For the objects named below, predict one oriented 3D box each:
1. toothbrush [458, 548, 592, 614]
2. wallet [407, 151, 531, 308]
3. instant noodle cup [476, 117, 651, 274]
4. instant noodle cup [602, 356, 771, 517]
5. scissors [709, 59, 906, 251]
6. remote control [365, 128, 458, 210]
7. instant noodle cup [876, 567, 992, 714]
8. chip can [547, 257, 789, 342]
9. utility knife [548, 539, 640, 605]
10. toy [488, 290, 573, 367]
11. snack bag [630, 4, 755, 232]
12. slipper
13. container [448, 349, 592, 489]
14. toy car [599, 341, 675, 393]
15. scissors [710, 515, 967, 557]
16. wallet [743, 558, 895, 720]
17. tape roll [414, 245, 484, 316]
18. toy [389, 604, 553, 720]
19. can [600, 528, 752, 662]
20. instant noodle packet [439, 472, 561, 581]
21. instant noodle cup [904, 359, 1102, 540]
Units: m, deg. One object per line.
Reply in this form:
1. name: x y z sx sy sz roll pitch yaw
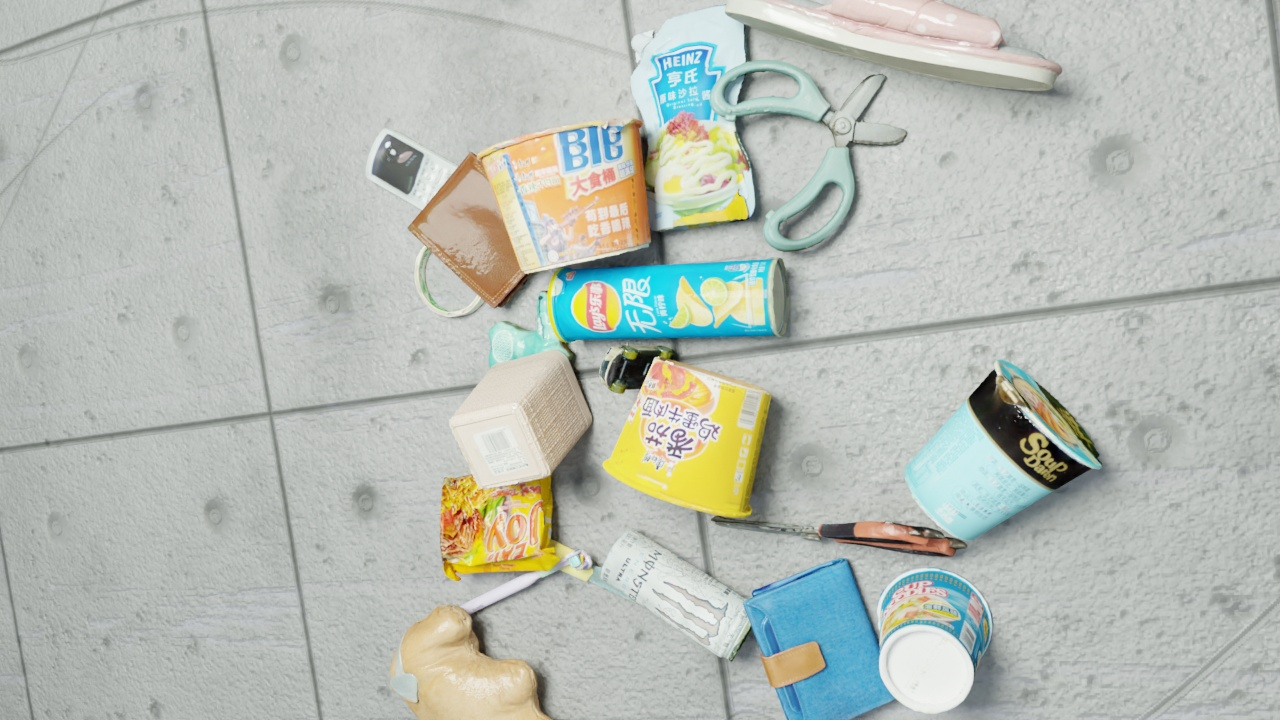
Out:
1. toothbrush: -0.127 0.233 0.939 0.190 0.021 0.029 -29 123 28
2. wallet: -0.152 -0.127 0.900 0.124 0.032 0.101 42 99 -3
3. instant noodle cup: -0.060 -0.144 0.820 0.152 0.151 0.111 -9 98 22
4. instant noodle cup: 0.047 0.063 0.807 0.138 0.138 0.110 18 93 19
5. scissors: 0.136 -0.174 0.788 0.170 0.019 0.180 11 93 5
6. remote control: -0.216 -0.183 0.940 0.150 0.021 0.058 30 105 15
7. instant noodle cup: 0.239 0.234 0.756 0.099 0.109 0.099 2 95 20
8. chip can: 0.024 -0.054 0.832 0.210 0.071 0.071 -1 95 21
9. utility knife: -0.085 0.200 0.927 0.219 0.022 0.031 21 106 24
10. toy: -0.110 -0.021 0.910 0.092 0.030 0.096 0 97 17
11. snack bag: 0.047 -0.216 0.827 0.110 0.038 0.191 -4 93 31
12. slipper: 0.195 -0.267 0.727 0.274 0.114 0.054 23 107 24
13. container: -0.113 0.058 0.863 0.090 0.110 0.090 -13 110 22
14. toy car: -0.005 0.005 0.840 0.035 0.090 0.042 27 108 34
15. scissors: 0.160 0.147 0.796 0.206 0.193 0.015 12 74 -6
16. wallet: 0.158 0.254 0.812 0.106 0.040 0.133 -20 87 -8
17. tape roll: -0.193 -0.088 0.944 0.086 0.013 0.086 2 96 21
18. toy: -0.159 0.355 0.939 0.226 0.082 0.144 37 119 11
19. can: 0.036 0.218 0.861 0.147 0.058 0.058 30 105 16
20. instant noodle packet: -0.142 0.160 0.919 0.129 0.044 0.110 -11 70 20
21. instant noodle cup: 0.279 0.078 0.733 0.111 0.111 0.121 48 117 11
